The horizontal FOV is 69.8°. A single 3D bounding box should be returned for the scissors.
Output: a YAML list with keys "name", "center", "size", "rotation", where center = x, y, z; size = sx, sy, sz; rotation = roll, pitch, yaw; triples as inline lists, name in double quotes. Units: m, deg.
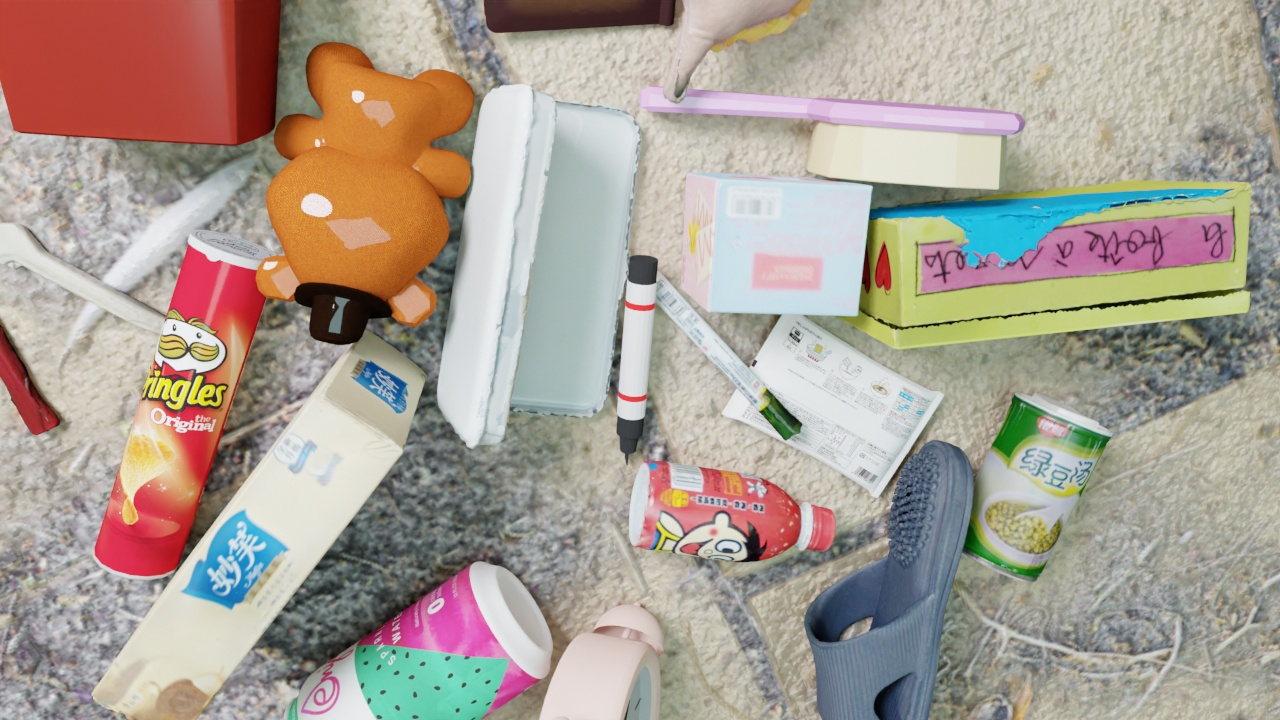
- name: "scissors"
  center: [-0.377, -0.045, 0.551]
  size: [0.179, 0.015, 0.196]
  rotation: [0, 104, -7]

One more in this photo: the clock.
- name: "clock"
  center: [-0.036, 0.247, 0.607]
  size: [0.086, 0.160, 0.131]
  rotation: [8, 106, 22]

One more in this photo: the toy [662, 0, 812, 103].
- name: "toy"
  center: [0.132, -0.252, 0.538]
  size: [0.263, 0.065, 0.196]
  rotation: [-8, 123, -23]

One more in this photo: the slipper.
- name: "slipper"
  center: [0.159, 0.179, 0.646]
  size: [0.082, 0.101, 0.263]
  rotation: [13, 96, -3]

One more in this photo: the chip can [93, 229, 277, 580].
- name: "chip can"
  center: [-0.280, 0.030, 0.564]
  size: [0.052, 0.051, 0.215]
  rotation: [20, 101, -12]

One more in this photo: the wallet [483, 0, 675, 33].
- name: "wallet"
  center: [-0.034, -0.236, 0.528]
  size: [0.115, 0.018, 0.092]
  rotation: [-5, 138, -9]

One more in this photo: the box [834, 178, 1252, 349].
- name: "box"
  center: [0.241, -0.063, 0.578]
  size: [0.221, 0.124, 0.083]
  rotation: [-8, 103, -7]

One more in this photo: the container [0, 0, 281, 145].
- name: "container"
  center: [-0.259, -0.221, 0.472]
  size: [0.148, 0.127, 0.201]
  rotation: [2, 110, -8]

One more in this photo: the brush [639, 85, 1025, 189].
- name: "brush"
  center: [0.112, -0.139, 0.565]
  size: [0.229, 0.089, 0.043]
  rotation: [5, 109, 3]

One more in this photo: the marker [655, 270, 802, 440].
- name: "marker"
  center: [0.053, -0.005, 0.605]
  size: [0.017, 0.017, 0.146]
  rotation: [-43, 93, 4]

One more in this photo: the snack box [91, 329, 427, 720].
- name: "snack box"
  center: [-0.211, 0.092, 0.537]
  size: [0.055, 0.153, 0.207]
  rotation: [37, 97, -16]

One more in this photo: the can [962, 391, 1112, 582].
- name: "can"
  center: [0.273, 0.087, 0.647]
  size: [0.067, 0.067, 0.121]
  rotation: [19, 101, -12]

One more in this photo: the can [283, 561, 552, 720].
- name: "can"
  center: [-0.145, 0.211, 0.610]
  size: [0.166, 0.088, 0.088]
  rotation: [-34, 106, 2]

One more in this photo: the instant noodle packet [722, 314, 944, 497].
- name: "instant noodle packet"
  center: [0.134, 0.031, 0.635]
  size: [0.134, 0.026, 0.087]
  rotation: [29, 99, -13]

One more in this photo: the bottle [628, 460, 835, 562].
- name: "bottle"
  center: [0.064, 0.107, 0.627]
  size: [0.137, 0.062, 0.062]
  rotation: [10, 102, -9]

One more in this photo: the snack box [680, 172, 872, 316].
- name: "snack box"
  center: [0.079, -0.073, 0.566]
  size: [0.093, 0.094, 0.079]
  rotation: [1, 104, -9]

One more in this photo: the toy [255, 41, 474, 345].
- name: "toy"
  center: [-0.159, -0.096, 0.529]
  size: [0.112, 0.096, 0.175]
  rotation: [14, 74, -11]

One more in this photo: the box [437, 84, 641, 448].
- name: "box"
  center: [-0.062, -0.055, 0.546]
  size: [0.130, 0.105, 0.211]
  rotation: [3, 104, -12]

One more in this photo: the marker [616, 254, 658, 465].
- name: "marker"
  center: [-0.004, 0.003, 0.605]
  size: [0.019, 0.019, 0.146]
  rotation: [1, 113, -8]
